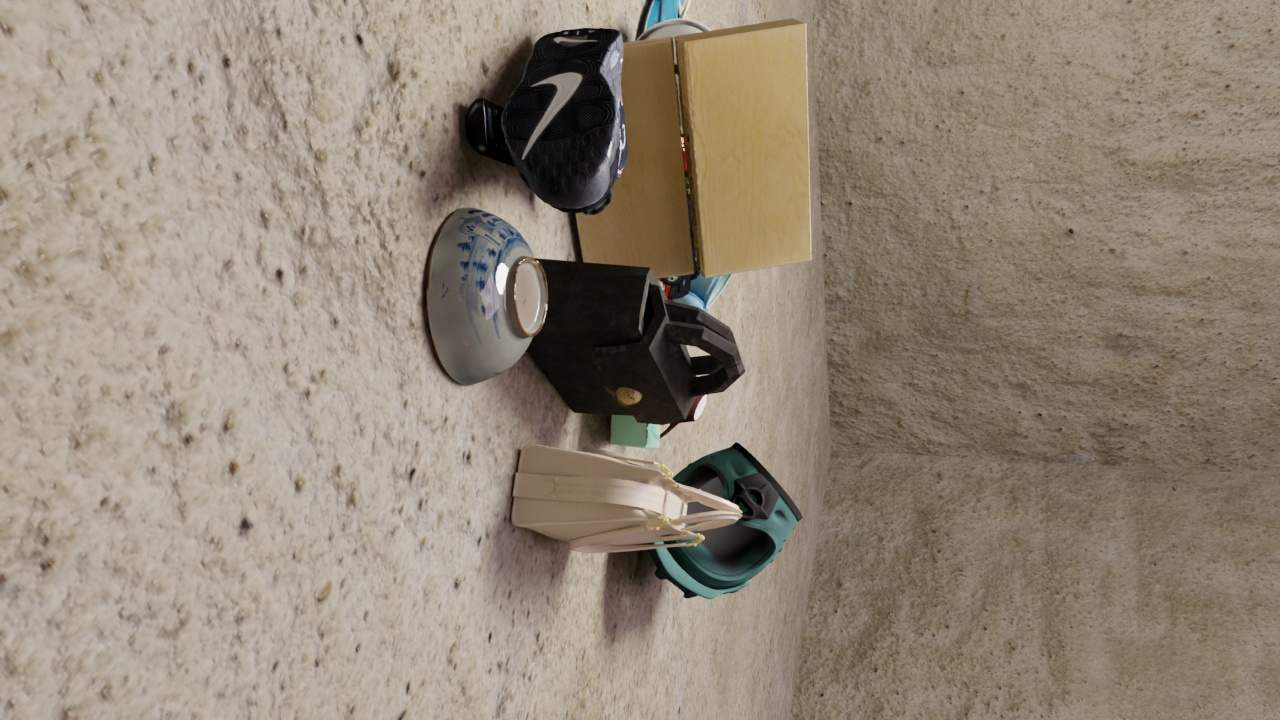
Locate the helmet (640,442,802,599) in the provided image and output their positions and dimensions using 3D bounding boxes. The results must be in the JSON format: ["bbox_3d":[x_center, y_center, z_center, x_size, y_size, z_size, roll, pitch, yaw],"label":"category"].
[{"bbox_3d":[0.096,0.225,1.225,0.176,0.200,0.275,49,-2,8],"label":"helmet"}]

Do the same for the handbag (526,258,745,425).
[{"bbox_3d":[0.002,-0.004,0.894,0.197,0.200,0.102,60,36,-58],"label":"handbag"}]

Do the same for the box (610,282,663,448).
[{"bbox_3d":[-0.014,0.006,1.060,0.139,0.052,0.187,176,-83,-64],"label":"box"}]

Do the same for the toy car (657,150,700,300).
[{"bbox_3d":[0.052,-0.170,1.165,0.081,0.056,0.189,-24,122,-66],"label":"toy car"}]

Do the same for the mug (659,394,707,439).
[{"bbox_3d":[0.032,0.054,1.153,0.114,0.088,0.087,-68,161,5],"label":"mug"}]

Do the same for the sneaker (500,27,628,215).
[{"bbox_3d":[-0.055,-0.179,0.818,0.251,0.097,0.151,-89,171,-46],"label":"sneaker"}]

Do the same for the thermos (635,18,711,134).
[{"bbox_3d":[0.059,-0.312,1.051,0.221,0.131,0.132,-110,-170,-61],"label":"thermos"}]

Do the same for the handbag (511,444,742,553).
[{"bbox_3d":[0.000,0.142,0.904,0.194,0.198,0.101,45,49,-67],"label":"handbag"}]

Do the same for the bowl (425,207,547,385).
[{"bbox_3d":[-0.115,-0.052,0.754,0.150,0.057,0.150,3,89,-72],"label":"bowl"}]

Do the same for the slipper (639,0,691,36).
[{"bbox_3d":[0.051,-0.470,1.243,0.118,0.060,0.294,63,33,-63],"label":"slipper"}]

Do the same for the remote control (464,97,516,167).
[{"bbox_3d":[-0.116,-0.193,0.800,0.140,0.021,0.045,-21,108,-76],"label":"remote control"}]

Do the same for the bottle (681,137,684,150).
[{"bbox_3d":[0.037,-0.282,1.230,0.071,0.048,0.134,65,31,-51],"label":"bottle"}]

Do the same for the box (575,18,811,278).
[{"bbox_3d":[0.049,-0.208,0.953,0.068,0.253,0.247,-89,173,-63],"label":"box"}]

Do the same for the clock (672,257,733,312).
[{"bbox_3d":[0.090,-0.118,1.355,0.162,0.060,0.118,-60,170,12],"label":"clock"}]
